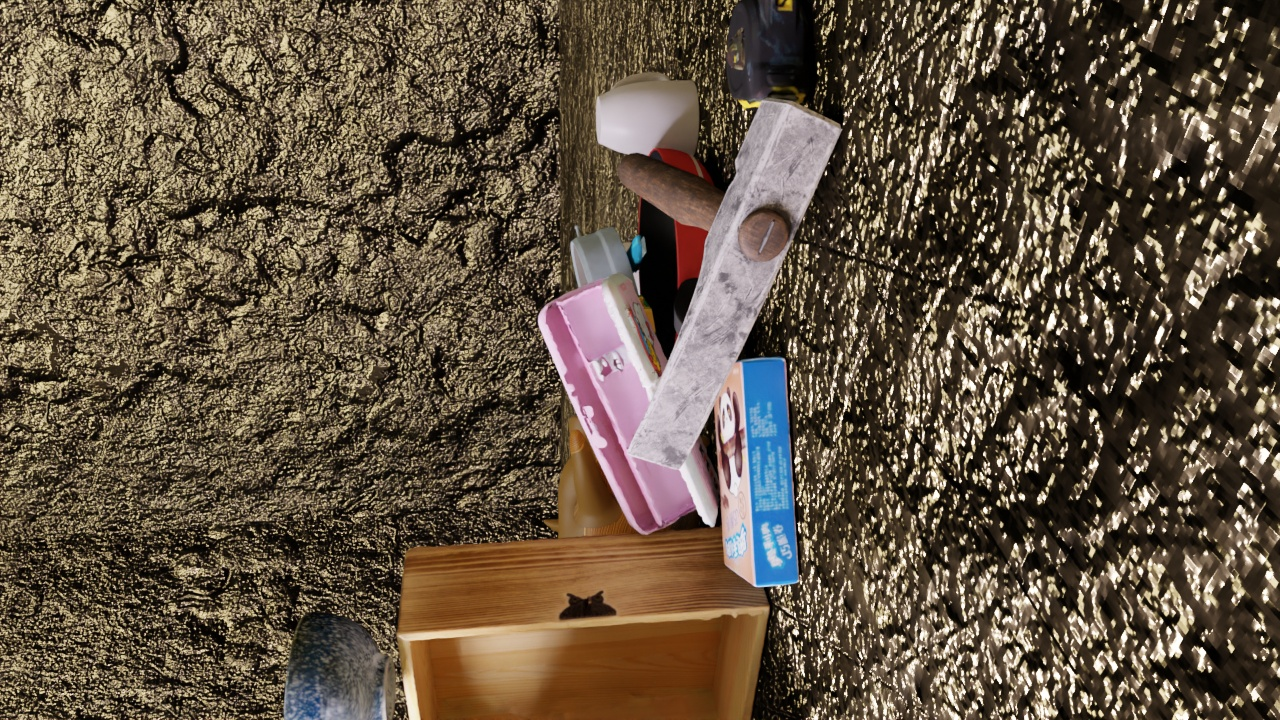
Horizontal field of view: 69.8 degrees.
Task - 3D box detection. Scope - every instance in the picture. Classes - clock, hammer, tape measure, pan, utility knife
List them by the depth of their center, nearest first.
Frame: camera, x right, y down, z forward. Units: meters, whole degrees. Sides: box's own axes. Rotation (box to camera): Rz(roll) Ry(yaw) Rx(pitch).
[{"bbox_3d":[0.077,-0.188,0.562,0.072,0.042,0.071,-133,38,-81],"label":"tape measure"},{"bbox_3d":[0.017,-0.079,0.643,0.218,0.037,0.300,-67,20,12],"label":"hammer"},{"bbox_3d":[0.039,-0.063,0.763,0.356,0.067,0.209,-117,26,-70],"label":"pan"},{"bbox_3d":[-0.007,-0.096,0.888,0.173,0.015,0.031,154,111,-83],"label":"utility knife"},{"bbox_3d":[-0.029,-0.057,0.890,0.123,0.045,0.159,82,170,-49],"label":"clock"}]

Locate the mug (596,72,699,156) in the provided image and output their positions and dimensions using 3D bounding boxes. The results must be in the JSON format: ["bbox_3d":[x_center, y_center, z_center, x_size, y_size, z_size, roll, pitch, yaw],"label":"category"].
[{"bbox_3d":[0.002,-0.243,0.882,0.071,0.089,0.107,98,167,-51],"label":"mug"}]

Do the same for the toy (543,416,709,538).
[{"bbox_3d":[-0.022,0.167,0.874,0.198,0.163,0.203,29,-115,-53],"label":"toy"}]

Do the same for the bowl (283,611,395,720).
[{"bbox_3d":[-0.203,0.232,0.638,0.114,0.060,0.114,179,91,-82],"label":"bowl"}]

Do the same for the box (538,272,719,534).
[{"bbox_3d":[0.004,0.033,0.698,0.202,0.087,0.095,66,158,-7],"label":"box"}]

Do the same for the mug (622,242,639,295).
[{"bbox_3d":[-0.020,-0.083,1.083,0.074,0.090,0.110,-145,53,-80],"label":"mug"}]

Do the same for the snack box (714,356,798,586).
[{"bbox_3d":[0.079,0.075,0.647,0.087,0.034,0.151,157,109,-82],"label":"snack box"}]

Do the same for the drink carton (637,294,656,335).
[{"bbox_3d":[-0.005,0.005,0.794,0.058,0.041,0.122,-117,16,-72],"label":"drink carton"}]

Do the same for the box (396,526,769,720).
[{"bbox_3d":[-0.043,0.298,0.721,0.215,0.279,0.258,-106,15,-53],"label":"box"}]
